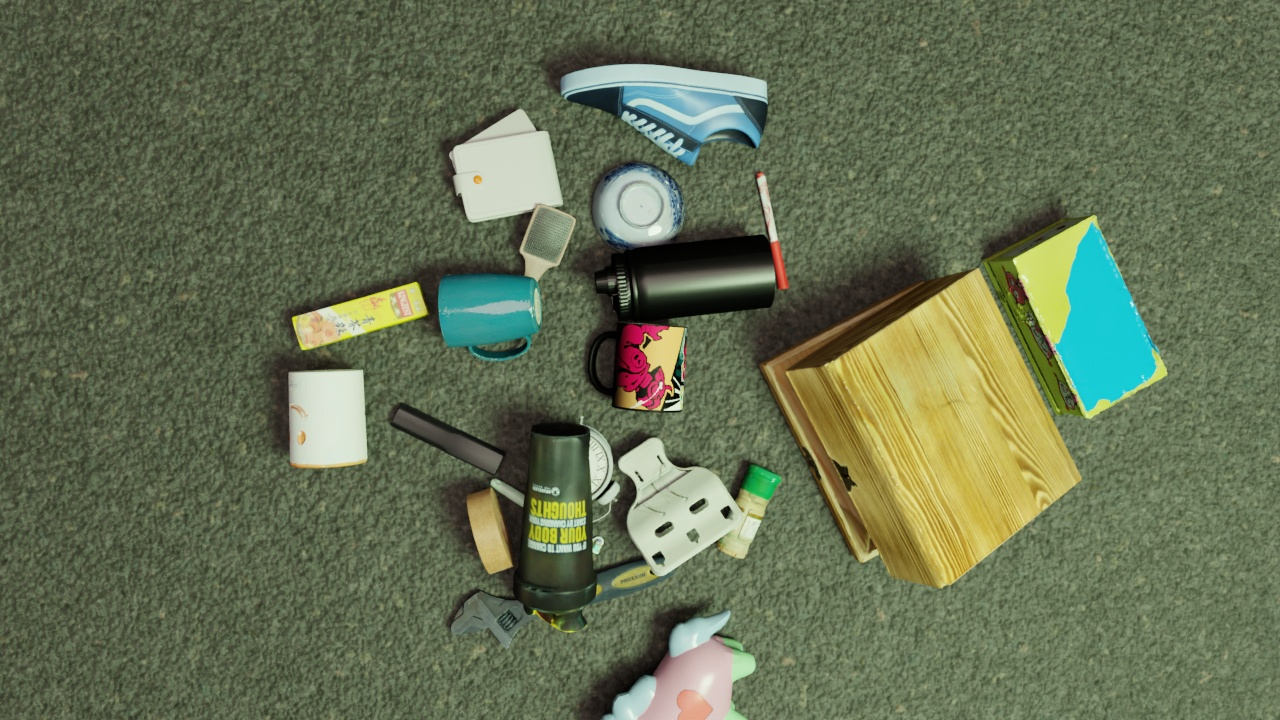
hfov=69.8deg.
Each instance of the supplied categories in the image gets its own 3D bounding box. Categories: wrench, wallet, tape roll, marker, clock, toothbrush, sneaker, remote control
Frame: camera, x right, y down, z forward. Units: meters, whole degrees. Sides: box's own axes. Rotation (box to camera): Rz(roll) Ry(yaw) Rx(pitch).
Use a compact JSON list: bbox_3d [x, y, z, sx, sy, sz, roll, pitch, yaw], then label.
[{"bbox_3d":[-0.091,0.282,1.093,0.273,0.022,0.073,-17,87,-4],"label":"wrench"},{"bbox_3d":[-0.159,-0.226,1.058,0.118,0.037,0.115,-12,93,-8],"label":"wallet"},{"bbox_3d":[-0.171,0.194,1.046,0.027,0.094,0.094,-17,94,-5],"label":"tape roll"},{"bbox_3d":[0.158,-0.155,1.102,0.013,0.013,0.142,-13,93,-5],"label":"marker"},{"bbox_3d":[-0.074,0.133,1.082,0.094,0.035,0.122,-23,94,-3],"label":"clock"},{"bbox_3d":[-0.112,0.183,1.090,0.155,0.015,0.022,33,54,-6],"label":"toothbrush"},{"bbox_3d":[0.028,-0.278,1.051,0.241,0.083,0.098,3,92,-8],"label":"sneaker"},{"bbox_3d":[-0.226,0.093,1.076,0.136,0.015,0.032,27,90,-6],"label":"remote control"}]

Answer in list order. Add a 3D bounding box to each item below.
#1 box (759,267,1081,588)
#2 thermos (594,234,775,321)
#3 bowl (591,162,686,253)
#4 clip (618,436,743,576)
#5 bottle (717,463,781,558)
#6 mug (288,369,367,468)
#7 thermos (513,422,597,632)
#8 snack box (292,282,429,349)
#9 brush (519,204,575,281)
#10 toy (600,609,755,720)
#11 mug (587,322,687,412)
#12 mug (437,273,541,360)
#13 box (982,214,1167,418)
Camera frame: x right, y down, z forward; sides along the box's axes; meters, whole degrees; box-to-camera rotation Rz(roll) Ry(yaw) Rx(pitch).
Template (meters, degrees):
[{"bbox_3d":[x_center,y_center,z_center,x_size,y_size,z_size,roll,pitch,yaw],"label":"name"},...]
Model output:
[{"bbox_3d":[0.323,0.068,1.068,0.251,0.192,0.279,-30,94,-18],"label":"box"},{"bbox_3d":[0.047,-0.093,1.058,0.198,0.086,0.086,-7,93,-5],"label":"thermos"},{"bbox_3d":[0.001,-0.178,1.070,0.114,0.045,0.114,0,92,-5],"label":"bowl"},{"bbox_3d":[0.034,0.165,1.092,0.126,0.101,0.152,-33,66,-4],"label":"clip"},{"bbox_3d":[0.129,0.181,1.100,0.043,0.043,0.111,23,91,-6],"label":"bottle"},{"bbox_3d":[-0.351,0.064,1.030,0.082,0.082,0.105,-1,91,-5],"label":"mug"},{"bbox_3d":[-0.094,0.183,1.025,0.098,0.098,0.221,1,99,-5],"label":"thermos"},{"bbox_3d":[-0.320,-0.051,1.054,0.148,0.029,0.040,-17,94,-4],"label":"snack box"},{"bbox_3d":[-0.120,-0.111,1.063,0.050,0.015,0.136,19,103,-16],"label":"brush"},{"bbox_3d":[0.039,0.397,1.072,0.171,0.120,0.222,7,93,-15],"label":"toy"},{"bbox_3d":[-0.006,0.006,1.067,0.118,0.081,0.098,4,92,22],"label":"mug"},{"bbox_3d":[-0.165,-0.048,1.044,0.104,0.084,0.112,-5,129,3],"label":"mug"},{"bbox_3d":[0.525,-0.051,1.111,0.124,0.079,0.221,-30,98,-2],"label":"box"}]
